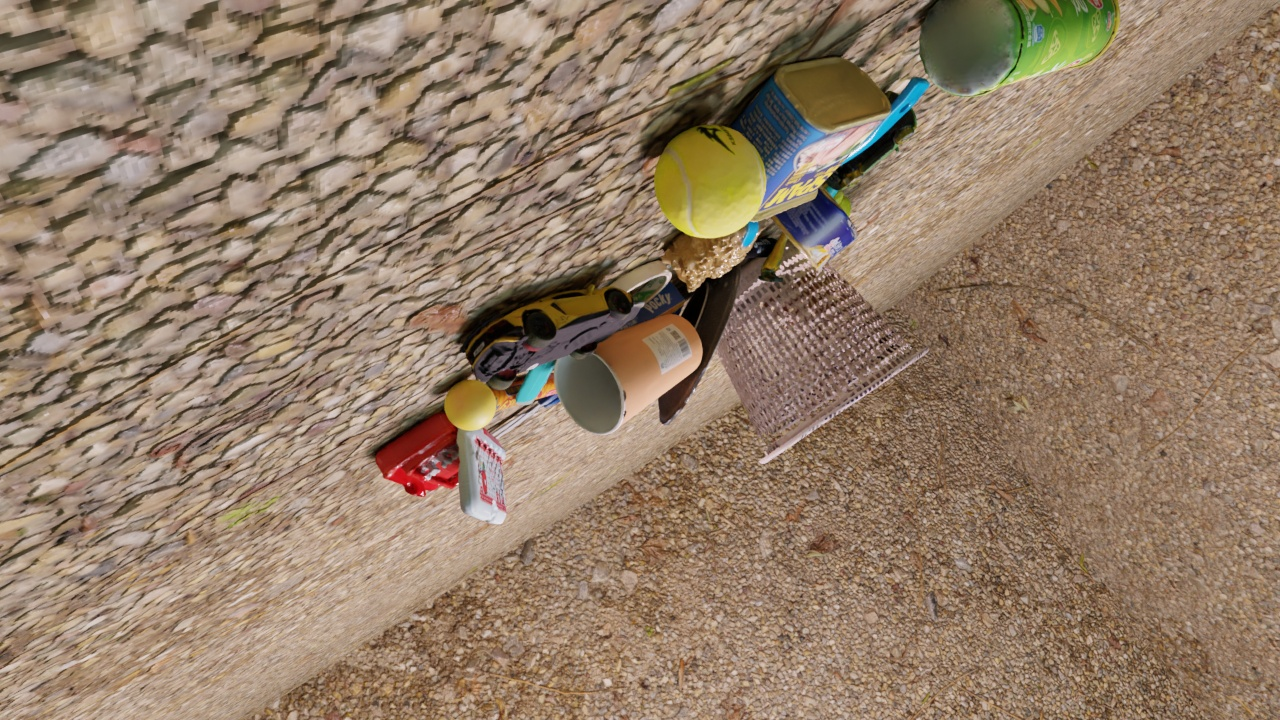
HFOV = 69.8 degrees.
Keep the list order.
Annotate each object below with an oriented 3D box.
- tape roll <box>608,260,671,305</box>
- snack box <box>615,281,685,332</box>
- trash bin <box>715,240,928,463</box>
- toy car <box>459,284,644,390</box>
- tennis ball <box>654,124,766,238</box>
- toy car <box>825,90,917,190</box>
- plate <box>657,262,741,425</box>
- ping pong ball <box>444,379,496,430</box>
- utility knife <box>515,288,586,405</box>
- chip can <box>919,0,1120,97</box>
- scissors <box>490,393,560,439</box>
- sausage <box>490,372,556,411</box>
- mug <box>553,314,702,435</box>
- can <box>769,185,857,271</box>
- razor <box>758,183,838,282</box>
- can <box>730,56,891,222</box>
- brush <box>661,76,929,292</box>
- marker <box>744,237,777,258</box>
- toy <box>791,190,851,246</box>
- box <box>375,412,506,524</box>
[{"bbox_3d":[-0.012,-0.054,0.781,0.085,0.014,0.086,-34,171,-6],"label":"tape roll"},{"bbox_3d":[-0.010,-0.015,0.910,0.084,0.026,0.157,-32,165,-20],"label":"snack box"},{"bbox_3d":[0.178,-0.022,1.047,0.227,0.192,0.227,-33,171,-6],"label":"trash bin"},{"bbox_3d":[-0.062,-0.022,0.675,0.155,0.041,0.071,-20,163,-48],"label":"toy car"},{"bbox_3d":[0.040,-0.105,0.538,0.065,0.065,0.065,-33,171,-6],"label":"tennis ball"},{"bbox_3d":[0.184,-0.178,0.745,0.036,0.043,0.091,-20,165,-47],"label":"toy car"},{"bbox_3d":[0.050,-0.022,0.909,0.179,0.024,0.179,-157,-88,-84],"label":"plate"},{"bbox_3d":[-0.134,0.035,0.723,0.040,0.040,0.040,-33,171,-6],"label":"ping pong ball"},{"bbox_3d":[-0.074,-0.009,0.765,0.029,0.013,0.165,-19,155,-40],"label":"utility knife"},{"bbox_3d":[0.281,-0.241,0.671,0.220,0.072,0.073,-26,167,-43],"label":"chip can"},{"bbox_3d":[-0.106,0.049,0.980,0.171,0.012,0.141,-41,166,28],"label":"scissors"},{"bbox_3d":[-0.113,0.030,0.830,0.021,0.021,0.164,-39,170,26],"label":"sausage"},{"bbox_3d":[-0.005,0.005,0.793,0.122,0.078,0.078,-29,169,-43],"label":"mug"},{"bbox_3d":[0.151,-0.123,0.815,0.049,0.074,0.148,-40,170,12],"label":"can"},{"bbox_3d":[0.161,-0.133,0.905,0.133,0.028,0.043,-55,161,18],"label":"razor"},{"bbox_3d":[0.100,-0.143,0.586,0.101,0.057,0.083,-26,166,-43],"label":"can"},{"bbox_3d":[0.111,-0.129,0.698,0.255,0.046,0.083,-34,169,38],"label":"brush"},{"bbox_3d":[0.105,-0.108,0.898,0.022,0.020,0.131,-22,178,29],"label":"marker"},{"bbox_3d":[0.193,-0.146,0.967,0.099,0.031,0.097,-28,161,-42],"label":"toy"},{"bbox_3d":[-0.161,0.111,0.844,0.095,0.098,0.201,-34,170,-7],"label":"box"}]
